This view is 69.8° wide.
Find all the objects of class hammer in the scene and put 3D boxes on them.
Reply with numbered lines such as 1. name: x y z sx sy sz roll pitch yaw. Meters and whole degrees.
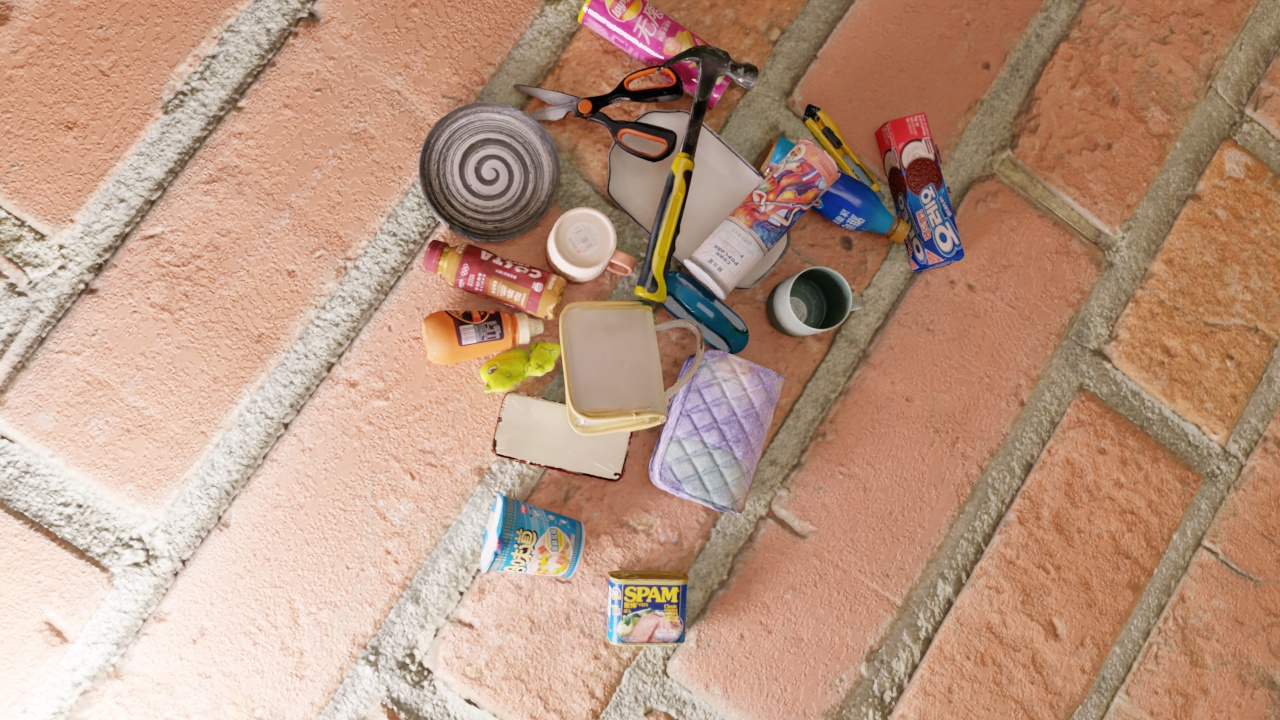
1. hammer: 0.048 -0.233 1.141 0.126 0.032 0.323 16 90 -20

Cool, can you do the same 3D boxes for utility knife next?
1. utility knife: 0.280 -0.284 1.256 0.033 0.015 0.168 -41 93 -7

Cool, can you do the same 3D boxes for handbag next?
1. handbag: -0.007 0.007 1.122 0.178 0.063 0.163 -4 63 -8
2. handbag: 0.098 0.088 1.173 0.134 0.076 0.193 21 84 -10

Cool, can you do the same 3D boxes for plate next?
1. plate: 0.075 -0.207 1.200 0.265 0.034 0.162 42 83 0
2. plate: -0.192 -0.238 1.169 0.179 0.024 0.179 0 87 -8

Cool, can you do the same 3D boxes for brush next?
1. brush: 0.080 -0.061 1.179 0.144 0.073 0.055 40 88 -5

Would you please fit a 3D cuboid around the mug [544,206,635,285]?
1. mug: -0.061 -0.136 1.144 0.114 0.106 0.081 22 83 -7

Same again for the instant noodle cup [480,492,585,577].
1. instant noodle cup: -0.130 0.221 1.121 0.110 0.099 0.099 16 84 -16

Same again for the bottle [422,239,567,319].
1. bottle: -0.182 -0.104 1.142 0.175 0.057 0.057 19 83 0

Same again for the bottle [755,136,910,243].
1. bottle: 0.260 -0.220 1.223 0.218 0.065 0.065 27 82 -6

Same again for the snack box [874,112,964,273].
1. snack box: 0.380 -0.227 1.248 0.058 0.057 0.207 -15 89 -7

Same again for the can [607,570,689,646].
1. can: 0.009 0.310 1.152 0.102 0.057 0.083 2 88 -9

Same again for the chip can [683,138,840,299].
1. chip can: 0.153 -0.176 1.145 0.071 0.071 0.214 44 87 -4

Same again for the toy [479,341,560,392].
1. toy: -0.151 0.007 1.143 0.100 0.096 0.031 -5 124 18

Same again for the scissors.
1. scissors: -0.049 -0.331 1.177 0.227 0.021 0.198 38 88 8

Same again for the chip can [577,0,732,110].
1. chip can: 0.026 -0.414 1.195 0.210 0.071 0.071 32 82 -7

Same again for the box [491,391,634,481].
1. box: -0.096 0.092 1.139 0.168 0.077 0.091 14 84 -9

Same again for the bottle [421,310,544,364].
1. bottle: -0.193 -0.035 1.141 0.149 0.067 0.066 -8 87 -17

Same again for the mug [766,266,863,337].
1. mug: 0.228 -0.073 1.187 0.111 0.106 0.082 0 85 -9
